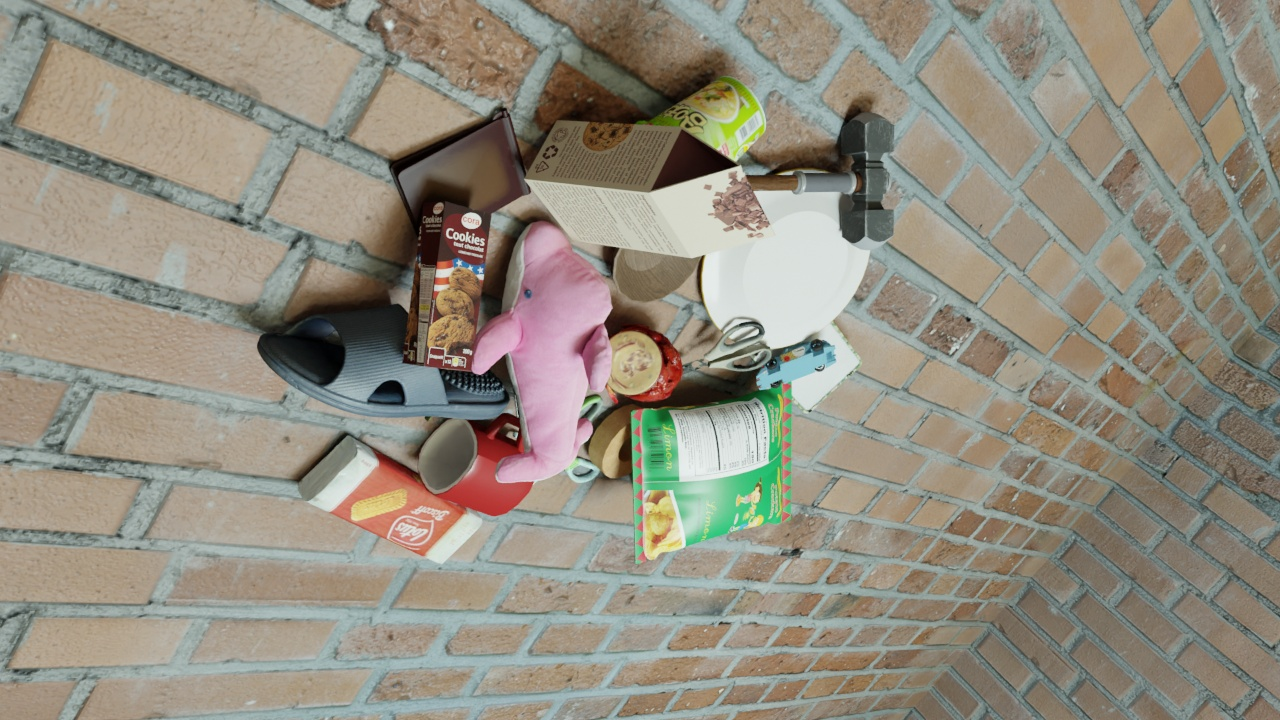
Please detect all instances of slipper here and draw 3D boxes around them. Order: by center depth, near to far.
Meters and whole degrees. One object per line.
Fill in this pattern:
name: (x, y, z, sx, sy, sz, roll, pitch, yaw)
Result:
slipper: (-0.215, -0.002, 0.851, 0.263, 0.101, 0.083, 13, 117, -49)

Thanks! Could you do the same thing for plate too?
plate: (0.180, -0.114, 1.090, 0.229, 0.021, 0.230, -11, 121, -19)

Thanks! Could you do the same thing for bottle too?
bottle: (-0.006, 0.006, 1.037, 0.099, 0.099, 0.111, -50, 169, 9)

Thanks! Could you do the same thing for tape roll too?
tape roll: (-0.020, 0.102, 1.149, 0.093, 0.027, 0.094, -30, 140, -29)

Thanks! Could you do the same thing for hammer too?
hammer: (0.139, -0.193, 0.997, 0.321, 0.043, 0.156, -6, 99, -25)

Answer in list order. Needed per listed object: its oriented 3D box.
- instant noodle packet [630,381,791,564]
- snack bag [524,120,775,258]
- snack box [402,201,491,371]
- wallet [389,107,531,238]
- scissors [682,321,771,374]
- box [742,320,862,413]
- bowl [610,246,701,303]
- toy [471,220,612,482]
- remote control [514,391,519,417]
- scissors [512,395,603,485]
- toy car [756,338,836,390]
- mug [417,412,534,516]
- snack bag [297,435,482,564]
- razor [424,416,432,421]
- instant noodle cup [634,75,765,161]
instant noodle packet: (0.097, 0.139, 1.175, 0.252, 0.090, 0.196, -9, 104, -31)
snack bag: (0.013, -0.150, 0.812, 0.094, 0.207, 0.069, 49, 60, -51)
snack box: (-0.169, -0.064, 0.803, 0.051, 0.032, 0.141, 8, 89, -49)
wallet: (-0.157, -0.162, 0.819, 0.115, 0.018, 0.092, -32, 140, -17)
scissors: (0.086, 0.008, 1.131, 0.132, 0.012, 0.170, 27, 122, -34)
box: (0.217, -0.012, 1.240, 0.118, 0.050, 0.205, -44, 140, 7)
bowl: (0.013, -0.119, 0.986, 0.117, 0.030, 0.118, -22, 137, -23)
toy: (-0.076, -0.002, 0.905, 0.186, 0.128, 0.266, -23, 120, -54)
remote control: (-0.126, 0.022, 1.013, 0.028, 0.012, 0.124, -22, 137, -23)
scissors: (-0.098, 0.112, 1.116, 0.171, 0.021, 0.172, -48, 145, 10)
toy car: (0.195, 0.001, 1.174, 0.108, 0.027, 0.060, -21, 146, 2)
mug: (-0.166, 0.106, 0.998, 0.116, 0.080, 0.096, -43, 141, 11)
snack bag: (-0.265, 0.158, 1.000, 0.077, 0.041, 0.225, -45, 139, -1)
razor: (-0.241, 0.026, 0.914, 0.105, 0.026, 0.042, 27, 108, -45)
instant noodle cup: (0.060, -0.217, 0.893, 0.107, 0.099, 0.099, -40, 141, -15)
